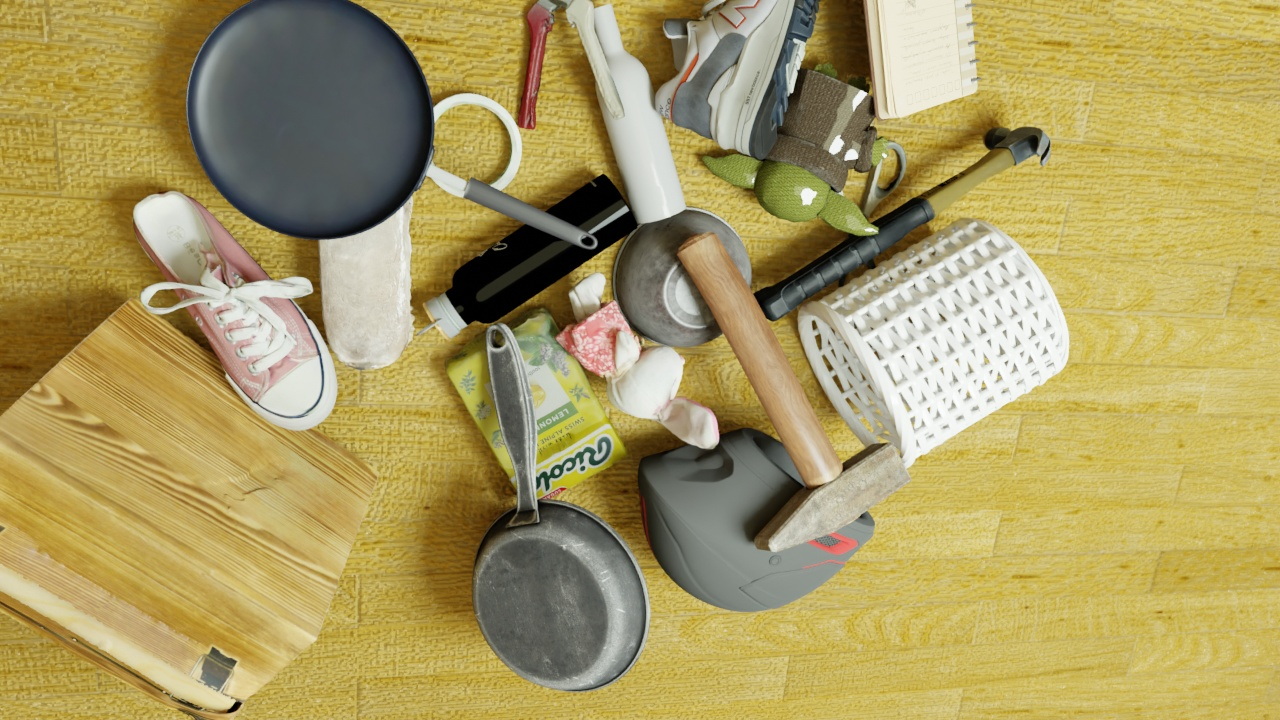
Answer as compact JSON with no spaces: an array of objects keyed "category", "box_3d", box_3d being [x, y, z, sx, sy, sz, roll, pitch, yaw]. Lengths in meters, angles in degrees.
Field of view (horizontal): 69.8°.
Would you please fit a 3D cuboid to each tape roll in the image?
[{"category":"tape roll","box_3d":[-0.157,-0.198,0.848,0.093,0.018,0.094,-4,107,-12]}]

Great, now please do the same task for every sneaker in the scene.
[{"category":"sneaker","box_3d":[0.085,-0.301,0.835,0.124,0.089,0.239,12,73,18]},{"category":"sneaker","box_3d":[-0.344,-0.046,0.784,0.118,0.088,0.241,-39,98,-21]}]

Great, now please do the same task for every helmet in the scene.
[{"category":"helmet","box_3d":[0.102,0.170,0.943,0.264,0.164,0.170,32,103,-28]}]

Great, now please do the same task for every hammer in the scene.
[{"category":"hammer","box_3d":[0.115,0.020,0.849,0.157,0.037,0.301,-29,91,-18]},{"category":"hammer","box_3d":[0.259,-0.137,0.910,0.333,0.118,0.025,-33,109,-3]}]

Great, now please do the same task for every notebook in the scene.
[{"category":"notebook","box_3d":[0.263,-0.352,0.856,0.167,0.024,0.225,-25,112,-37]}]

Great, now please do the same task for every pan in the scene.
[{"category":"pan","box_3d":[-0.200,-0.170,0.776,0.356,0.021,0.199,23,101,-9]},{"category":"pan","box_3d":[-0.100,0.140,0.852,0.188,0.055,0.357,-13,93,25]}]

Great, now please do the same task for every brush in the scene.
[{"category":"brush","box_3d":[-0.246,-0.124,0.828,0.083,0.056,0.271,0,105,-9]}]

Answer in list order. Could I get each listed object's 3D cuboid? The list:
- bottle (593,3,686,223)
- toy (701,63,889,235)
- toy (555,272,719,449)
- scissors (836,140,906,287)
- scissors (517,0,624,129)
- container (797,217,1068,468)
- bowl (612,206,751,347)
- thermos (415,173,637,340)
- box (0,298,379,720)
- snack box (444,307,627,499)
[{"category":"bottle","box_3d":[-0.008,-0.229,0.855,0.052,0.052,0.195,-20,110,-7]},{"category":"toy","box_3d":[0.165,-0.208,0.885,0.179,0.078,0.153,25,97,8]},{"category":"toy","box_3d":[-0.005,0.005,0.888,0.084,0.159,0.194,-41,97,-7]},{"category":"scissors","box_3d":[0.225,-0.157,0.954,0.157,0.012,0.168,36,95,-18]},{"category":"scissors","box_3d":[-0.068,-0.292,0.822,0.179,0.015,0.195,41,115,10]},{"category":"container","box_3d":[0.286,-0.018,0.918,0.186,0.189,0.189,-30,111,-5]},{"category":"bowl","box_3d":[0.050,-0.075,0.908,0.145,0.067,0.145,-4,107,-12]},{"category":"thermos","box_3d":[-0.115,-0.088,0.868,0.231,0.061,0.061,-34,111,-2]},{"category":"box","box_3d":[-0.432,0.167,0.774,0.264,0.269,0.279,-41,112,16]},{"category":"snack box","box_3d":[-0.104,0.048,0.921,0.121,0.045,0.181,-28,111,-4]}]
